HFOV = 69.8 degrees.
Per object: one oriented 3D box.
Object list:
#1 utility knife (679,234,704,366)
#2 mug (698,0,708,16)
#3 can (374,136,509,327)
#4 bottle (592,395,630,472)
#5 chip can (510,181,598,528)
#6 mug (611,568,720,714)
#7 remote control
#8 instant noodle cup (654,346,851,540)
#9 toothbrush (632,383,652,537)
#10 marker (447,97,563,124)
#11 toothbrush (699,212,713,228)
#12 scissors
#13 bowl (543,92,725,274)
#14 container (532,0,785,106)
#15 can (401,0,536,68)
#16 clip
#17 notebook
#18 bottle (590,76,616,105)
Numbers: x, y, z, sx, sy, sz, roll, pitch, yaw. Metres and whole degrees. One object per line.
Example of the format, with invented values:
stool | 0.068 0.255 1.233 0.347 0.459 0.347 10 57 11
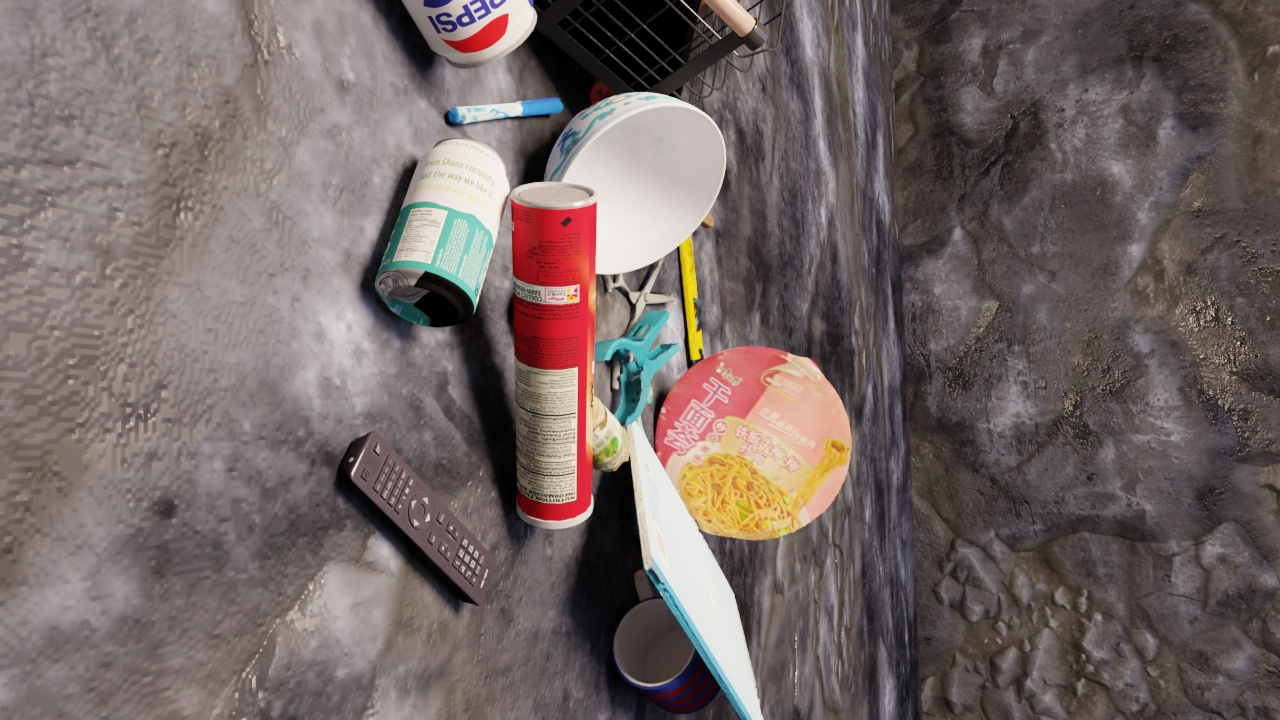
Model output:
utility knife | 0.050 -0.073 0.939 0.030 0.017 0.165 -18 100 -71
mug | 0.032 -0.395 0.873 0.116 0.080 0.107 44 40 -21
can | -0.108 -0.072 0.512 0.055 0.055 0.101 54 39 -51
bottle | -0.043 0.045 0.669 0.111 0.043 0.043 54 40 -54
chip can | -0.053 0.001 0.570 0.051 0.052 0.215 -48 145 -59
mug | 0.020 0.230 0.768 0.076 0.075 0.111 57 12 -49
remote control | -0.122 0.091 0.511 0.136 0.015 0.032 61 34 -42
instant noodle cup | 0.106 0.074 0.872 0.077 0.179 0.178 -31 117 -82
toothbrush | 0.002 0.085 0.798 0.022 0.017 0.135 15 73 -61
marker | -0.089 -0.170 0.625 0.141 0.013 0.013 -38 122 -62
toothbrush | 0.037 -0.159 0.900 0.166 0.016 0.016 19 65 -61
scissors | -0.001 -0.041 0.814 0.141 0.014 0.161 33 57 -58
bowl | -0.017 -0.144 0.683 0.074 0.144 0.144 54 3 35
container | 0.022 -0.318 0.682 0.162 0.131 0.240 33 53 -32
can | -0.113 -0.234 0.504 0.132 0.070 0.070 59 35 -47
clip | -0.001 0.020 0.764 0.129 0.031 0.121 -11 92 -60
notebook | 0.047 0.184 0.758 0.180 0.009 0.253 -99 164 -57
bottle | -0.006 -0.243 0.767 0.137 0.062 0.062 -65 144 -50
